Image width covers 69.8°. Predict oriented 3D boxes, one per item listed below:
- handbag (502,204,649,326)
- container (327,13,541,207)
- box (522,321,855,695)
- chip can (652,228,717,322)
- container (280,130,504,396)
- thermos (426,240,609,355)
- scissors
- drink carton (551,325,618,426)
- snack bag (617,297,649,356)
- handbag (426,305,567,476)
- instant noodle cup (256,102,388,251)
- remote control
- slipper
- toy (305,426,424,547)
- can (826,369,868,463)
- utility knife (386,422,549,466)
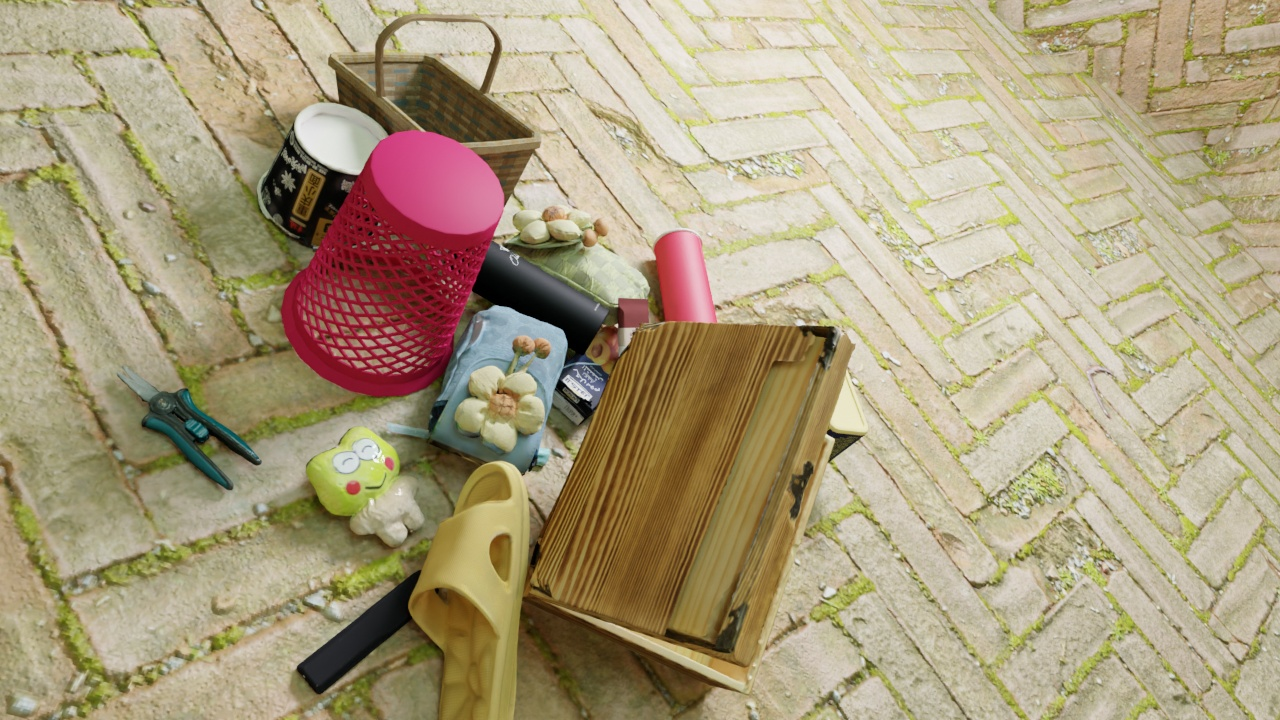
[{"bbox_3d":[-0.074,-0.123,1.105,0.186,0.117,0.113,28,40,10],"label":"handbag"},{"bbox_3d":[-0.236,-0.301,1.051,0.157,0.187,0.250,-17,47,-42],"label":"container"},{"bbox_3d":[0.051,0.119,0.816,0.282,0.316,0.278,27,71,-11],"label":"box"},{"bbox_3d":[0.063,-0.069,1.203,0.069,0.069,0.220,12,51,-27],"label":"chip can"},{"bbox_3d":[-0.235,-0.100,0.907,0.183,0.226,0.182,19,48,-22],"label":"container"},{"bbox_3d":[-0.149,-0.089,1.032,0.231,0.061,0.061,30,44,-4],"label":"thermos"},{"bbox_3d":[-0.400,0.055,0.819,0.140,0.019,0.128,3,61,-24],"label":"scissors"},{"bbox_3d":[-0.054,0.015,1.076,0.064,0.040,0.129,42,44,2],"label":"drink carton"},{"bbox_3d":[-0.006,0.006,1.071,0.056,0.013,0.158,-2,92,-50],"label":"snack bag"},{"bbox_3d":[-0.138,0.021,0.944,0.121,0.119,0.191,25,47,-12],"label":"handbag"},{"bbox_3d":[-0.337,-0.205,1.003,0.137,0.113,0.137,18,48,-21],"label":"instant noodle cup"},{"bbox_3d":[-0.233,0.232,0.797,0.032,0.015,0.136,47,44,6],"label":"remote control"},{"bbox_3d":[-0.155,0.213,0.792,0.078,0.100,0.263,18,58,-37],"label":"slipper"},{"bbox_3d":[-0.251,0.120,0.855,0.115,0.046,0.091,49,41,-3],"label":"toy"},{"bbox_3d":[0.219,0.063,1.180,0.075,0.105,0.135,8,53,-30],"label":"can"},{"bbox_3d":[-0.175,0.084,0.954,0.179,0.016,0.022,15,48,-27],"label":"utility knife"}]
